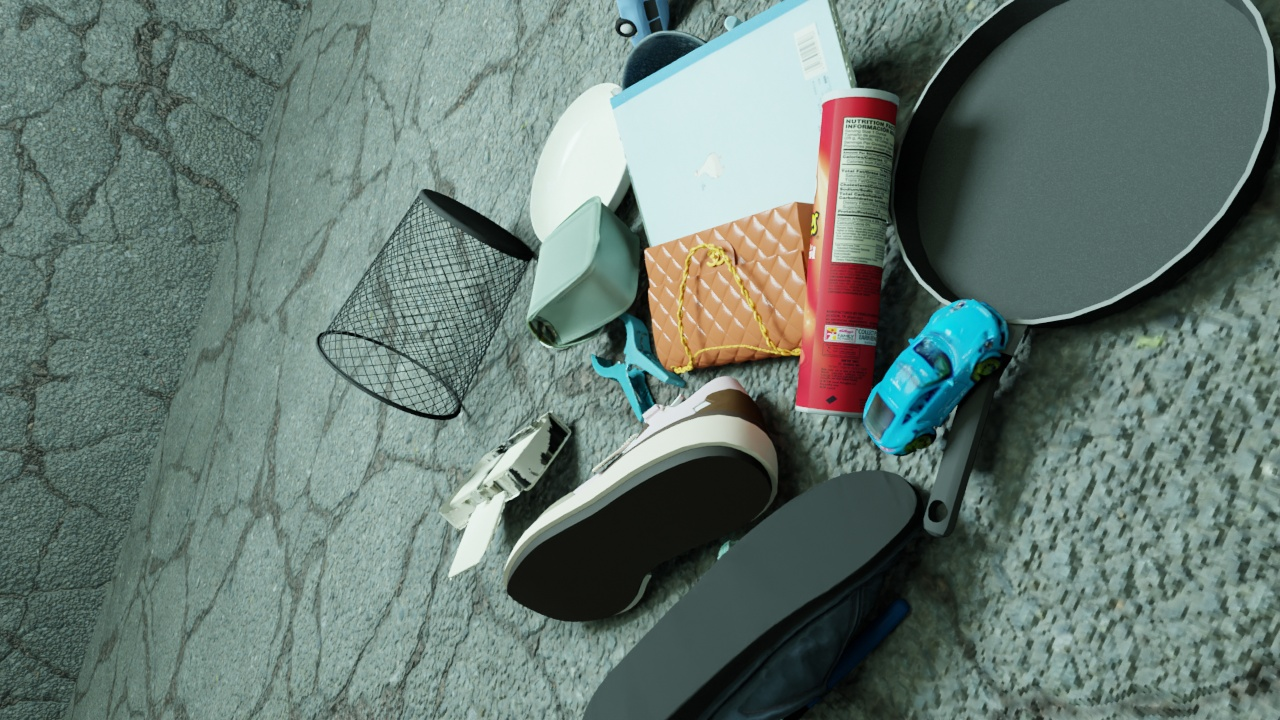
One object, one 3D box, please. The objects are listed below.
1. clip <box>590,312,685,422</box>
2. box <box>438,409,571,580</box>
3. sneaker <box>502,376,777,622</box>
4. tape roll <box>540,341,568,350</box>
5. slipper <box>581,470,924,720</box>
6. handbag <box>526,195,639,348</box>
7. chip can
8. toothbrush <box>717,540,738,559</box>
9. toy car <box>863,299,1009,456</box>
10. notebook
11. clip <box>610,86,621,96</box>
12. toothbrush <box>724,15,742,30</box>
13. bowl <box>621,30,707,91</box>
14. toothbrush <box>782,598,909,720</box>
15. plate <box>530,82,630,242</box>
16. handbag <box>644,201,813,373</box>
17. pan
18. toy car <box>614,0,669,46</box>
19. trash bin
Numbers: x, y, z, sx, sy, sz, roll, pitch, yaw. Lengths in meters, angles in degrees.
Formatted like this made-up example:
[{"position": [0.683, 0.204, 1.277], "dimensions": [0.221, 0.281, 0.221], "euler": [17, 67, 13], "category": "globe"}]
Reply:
[{"position": [0.003, -0.011, 0.837], "dimensions": [0.130, 0.030, 0.120], "euler": [24, 91, 54], "category": "clip"}, {"position": [-0.149, 0.141, 0.893], "dimensions": [0.144, 0.044, 0.183], "euler": [-34, 15, 43], "category": "box"}, {"position": [-0.010, 0.109, 0.754], "dimensions": [0.295, 0.111, 0.116], "euler": [-44, 23, 35], "category": "sneaker"}, {"position": [-0.081, -0.057, 0.973], "dimensions": [0.093, 0.013, 0.093], "euler": [-26, 56, 45], "category": "tape roll"}, {"position": [0.084, 0.181, 0.592], "dimensions": [0.265, 0.083, 0.109], "euler": [-42, 18, -2], "category": "slipper"}, {"position": [-0.055, -0.083, 0.883], "dimensions": [0.106, 0.067, 0.121], "euler": [-32, 36, 29], "category": "handbag"}, {"position": [0.140, -0.070, 0.625], "dimensions": [0.052, 0.051, 0.214], "euler": [6, 92, 53], "category": "chip can"}, {"position": [0.045, 0.196, 0.701], "dimensions": [0.022, 0.017, 0.135], "euler": [34, 103, 49], "category": "toothbrush"}, {"position": [0.170, 0.009, 0.543], "dimensions": [0.105, 0.032, 0.048], "euler": [-54, 37, 23], "category": "toy car"}, {"position": [0.076, -0.170, 0.748], "dimensions": [0.254, 0.009, 0.181], "euler": [-10, 97, 50], "category": "notebook"}, {"position": [0.015, -0.230, 0.876], "dimensions": [0.060, 0.052, 0.102], "euler": [-34, 76, 18], "category": "clip"}, {"position": [0.061, -0.246, 0.862], "dimensions": [0.016, 0.022, 0.155], "euler": [27, 100, 37], "category": "toothbrush"}, {"position": [0.054, -0.234, 0.816], "dimensions": [0.137, 0.137, 0.057], "euler": [-11, 25, 50], "category": "bowl"}, {"position": [0.119, 0.213, 0.601], "dimensions": [0.168, 0.014, 0.014], "euler": [-55, 34, 23], "category": "toothbrush"}, {"position": [-0.054, -0.203, 0.979], "dimensions": [0.183, 0.034, 0.182], "euler": [-25, 57, 45], "category": "plate"}, {"position": [0.073, -0.051, 0.725], "dimensions": [0.172, 0.060, 0.109], "euler": [-10, 85, 51], "category": "handbag"}, {"position": [0.233, -0.064, 0.547], "dimensions": [0.226, 0.034, 0.356], "euler": [16, 89, 54], "category": "pan"}, {"position": [-0.007, -0.382, 0.916], "dimensions": [0.055, 0.153, 0.056], "euler": [-2, 60, 14], "category": "toy car"}, {"position": [-0.238, -0.070, 1.056], "dimensions": [0.210, 0.184, 0.184], "euler": [-58, 38, 10], "category": "trash bin"}]
